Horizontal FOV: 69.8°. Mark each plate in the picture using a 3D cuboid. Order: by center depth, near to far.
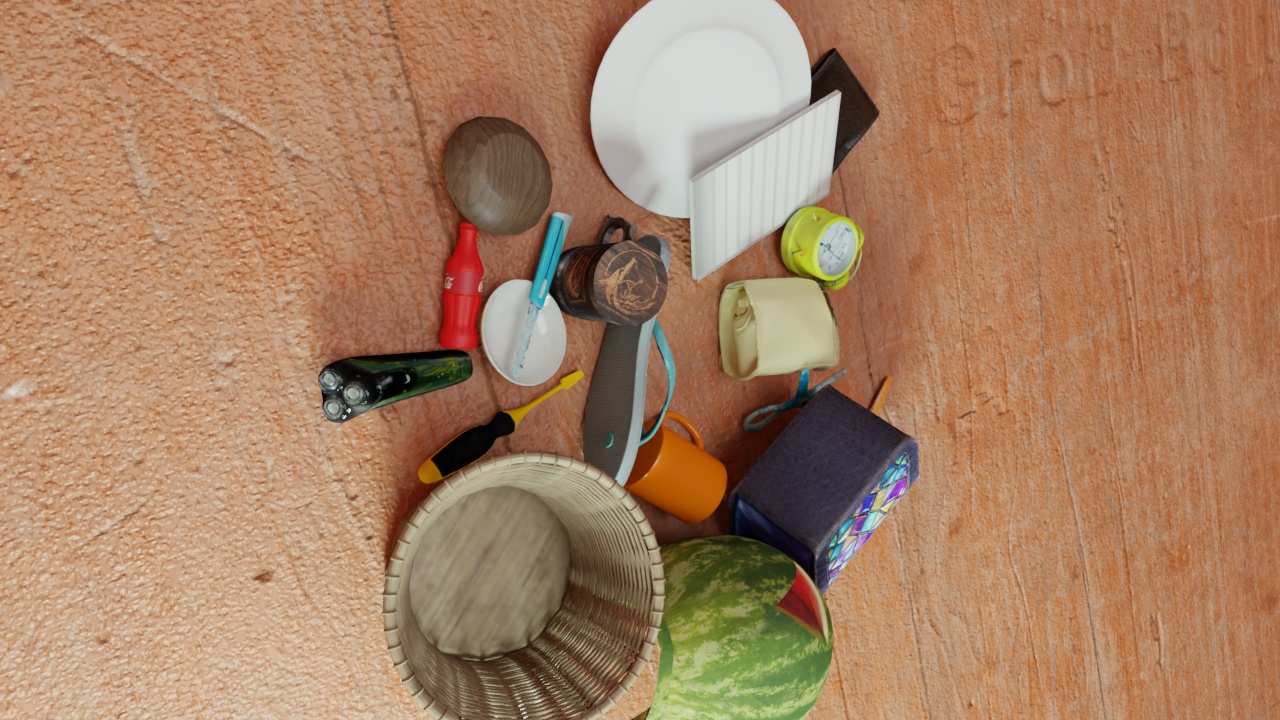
[{"bbox_3d":[-0.119,-0.026,0.897,0.104,0.026,0.104,10,76,-45],"label":"plate"},{"bbox_3d":[0.068,-0.257,0.935,0.242,0.016,0.243,-10,124,-16],"label":"plate"}]

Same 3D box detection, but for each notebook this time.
[{"bbox_3d":[0.136,-0.187,0.997,0.209,0.009,0.143,-34,146,-20],"label":"notebook"}]

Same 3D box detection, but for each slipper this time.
[{"bbox_3d":[-0.006,0.006,0.942,0.054,0.098,0.268,16,78,-34],"label":"slipper"}]

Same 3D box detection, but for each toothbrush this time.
[{"bbox_3d":[-0.134,0.062,0.906,0.196,0.031,0.031,-34,94,-25],"label":"toothbrush"}]

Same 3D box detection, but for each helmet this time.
[{"bbox_3d":[0.075,0.285,0.927,0.246,0.244,0.213,5,55,-38],"label":"helmet"}]

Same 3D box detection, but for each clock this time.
[{"bbox_3d":[0.217,-0.131,1.069,0.119,0.057,0.083,21,93,-41],"label":"clock"}]

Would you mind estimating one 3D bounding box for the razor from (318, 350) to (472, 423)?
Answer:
[{"bbox_3d":[-0.217,0.018,0.834,0.151,0.067,0.054,-11,104,-37],"label":"razor"}]

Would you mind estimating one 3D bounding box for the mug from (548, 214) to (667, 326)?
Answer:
[{"bbox_3d":[-0.028,-0.093,0.905,0.080,0.107,0.115,27,82,-29],"label":"mug"}]

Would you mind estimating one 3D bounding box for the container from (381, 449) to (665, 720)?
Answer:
[{"bbox_3d":[-0.118,0.193,0.809,0.226,0.196,0.226,2,84,-21],"label":"container"}]

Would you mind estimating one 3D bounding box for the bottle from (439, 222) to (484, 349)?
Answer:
[{"bbox_3d":[-0.167,-0.071,0.868,0.036,0.036,0.119,4,92,-30],"label":"bottle"}]

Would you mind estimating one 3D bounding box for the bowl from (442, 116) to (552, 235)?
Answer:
[{"bbox_3d":[-0.128,-0.178,0.869,0.117,0.030,0.117,7,79,-38],"label":"bowl"}]

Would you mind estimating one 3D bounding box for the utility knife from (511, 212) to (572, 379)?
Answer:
[{"bbox_3d":[-0.098,-0.064,0.898,0.022,0.015,0.180,25,68,-35],"label":"utility knife"}]

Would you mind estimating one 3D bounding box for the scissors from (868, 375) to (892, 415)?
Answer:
[{"bbox_3d":[0.290,0.073,1.161,0.064,0.013,0.128,29,81,-29],"label":"scissors"}]

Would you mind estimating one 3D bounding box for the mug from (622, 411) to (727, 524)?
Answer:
[{"bbox_3d":[0.035,0.106,0.988,0.096,0.078,0.112,34,50,-28],"label":"mug"}]

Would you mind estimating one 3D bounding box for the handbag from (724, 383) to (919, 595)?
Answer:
[{"bbox_3d":[0.206,0.159,1.038,0.204,0.125,0.222,-46,151,-16],"label":"handbag"}]

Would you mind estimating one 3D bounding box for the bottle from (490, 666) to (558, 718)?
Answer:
[{"bbox_3d":[-0.126,0.338,0.925,0.051,0.051,0.146,36,77,-28],"label":"bottle"}]

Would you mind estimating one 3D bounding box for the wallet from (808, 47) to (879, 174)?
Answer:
[{"bbox_3d":[0.221,-0.288,1.075,0.099,0.031,0.119,45,75,-24],"label":"wallet"}]

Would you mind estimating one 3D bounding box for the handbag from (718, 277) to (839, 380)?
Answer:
[{"bbox_3d":[0.155,-0.038,1.036,0.119,0.081,0.111,-6,90,-28],"label":"handbag"}]

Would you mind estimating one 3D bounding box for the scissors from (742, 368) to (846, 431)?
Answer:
[{"bbox_3d":[0.187,0.052,1.066,0.134,0.011,0.137,-37,141,17],"label":"scissors"}]
